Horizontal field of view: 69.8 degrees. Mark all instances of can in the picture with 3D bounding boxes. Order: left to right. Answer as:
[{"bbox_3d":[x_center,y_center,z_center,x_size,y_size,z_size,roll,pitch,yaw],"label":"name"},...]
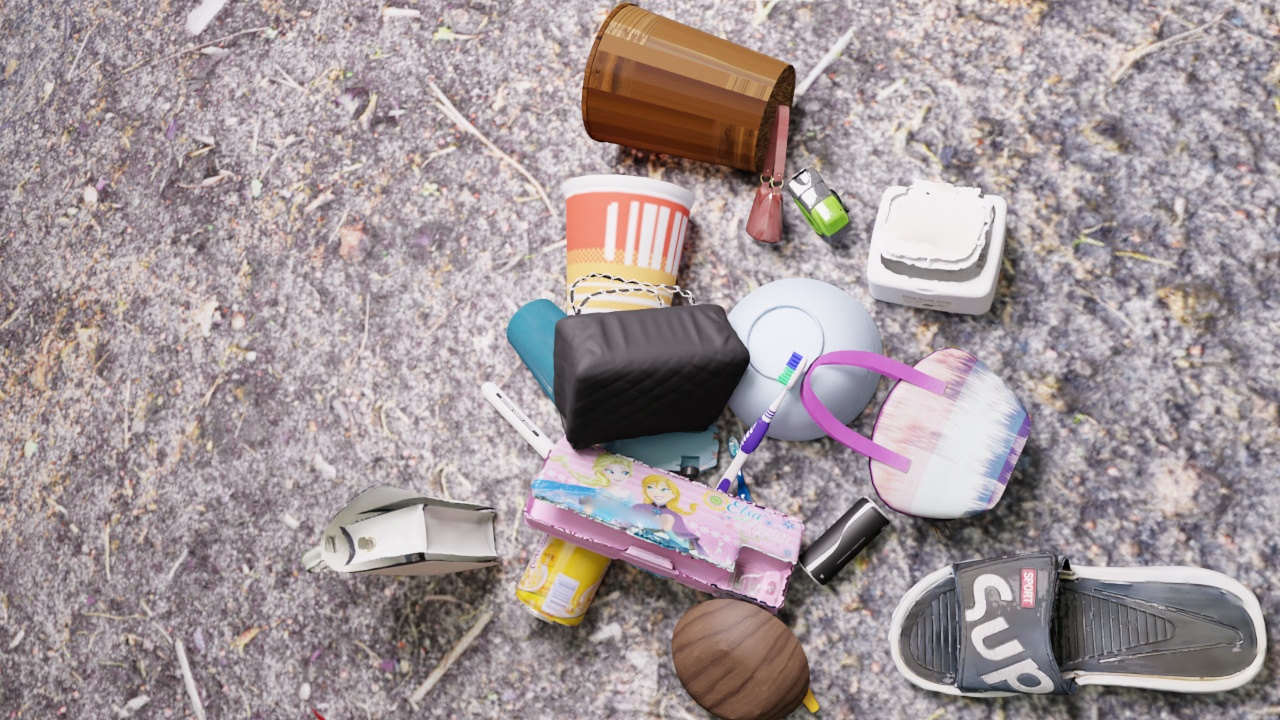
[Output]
[{"bbox_3d":[-0.063,0.180,0.830,0.068,0.067,0.105,25,87,23],"label":"can"},{"bbox_3d":[0.171,0.151,0.772,0.080,0.031,0.031,-45,67,5],"label":"can"}]

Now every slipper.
[{"bbox_3d":[0.322,0.201,0.692,0.264,0.063,0.111,-3,76,16],"label":"slipper"}]

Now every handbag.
[{"bbox_3d":[-0.236,0.164,0.851,0.176,0.151,0.074,-14,73,17],"label":"handbag"},{"bbox_3d":[-0.004,0.005,0.788,0.153,0.125,0.114,-8,47,-23],"label":"handbag"},{"bbox_3d":[0.120,-0.170,0.832,0.029,0.055,0.120,4,107,-9],"label":"handbag"},{"bbox_3d":[0.209,0.048,0.734,0.170,0.068,0.144,26,87,2],"label":"handbag"}]

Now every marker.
[{"bbox_3d":[-0.111,0.065,0.903,0.020,0.017,0.133,-33,63,-30],"label":"marker"}]

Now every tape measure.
[{"bbox_3d":[0.165,-0.139,0.829,0.036,0.058,0.065,-37,80,6],"label":"tape measure"}]

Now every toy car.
[{"bbox_3d":[0.018,0.079,0.847,0.108,0.027,0.060,3,71,5],"label":"toy car"}]

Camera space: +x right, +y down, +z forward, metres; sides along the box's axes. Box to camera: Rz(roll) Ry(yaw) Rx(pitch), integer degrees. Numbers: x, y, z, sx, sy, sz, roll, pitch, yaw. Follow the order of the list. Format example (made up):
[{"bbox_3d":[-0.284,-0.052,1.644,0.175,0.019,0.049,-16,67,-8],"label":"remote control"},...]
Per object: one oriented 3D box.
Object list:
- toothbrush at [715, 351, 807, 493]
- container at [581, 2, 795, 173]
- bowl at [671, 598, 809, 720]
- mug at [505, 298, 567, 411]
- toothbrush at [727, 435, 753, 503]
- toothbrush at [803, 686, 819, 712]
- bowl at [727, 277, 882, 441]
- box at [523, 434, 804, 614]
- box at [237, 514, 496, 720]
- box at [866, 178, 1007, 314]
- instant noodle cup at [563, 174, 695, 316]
[{"bbox_3d":[0.094,0.069,0.783,0.016,0.015,0.187,31,120,9],"label":"toothbrush"},{"bbox_3d":[0.049,-0.250,0.866,0.167,0.132,0.132,21,85,17],"label":"container"},{"bbox_3d":[0.076,0.255,0.750,0.119,0.032,0.119,8,112,21],"label":"bowl"},{"bbox_3d":[-0.071,-0.001,0.875,0.078,0.078,0.121,-46,62,4],"label":"mug"},{"bbox_3d":[0.094,0.131,0.813,0.021,0.017,0.135,-12,73,8],"label":"toothbrush"},{"bbox_3d":[0.093,0.212,0.788,0.031,0.031,0.196,-36,71,4],"label":"toothbrush"},{"bbox_3d":[0.131,-0.008,0.802,0.151,0.074,0.150,-5,76,19],"label":"bowl"},{"bbox_3d":[0.021,0.131,0.768,0.230,0.063,0.084,19,62,6],"label":"box"},{"bbox_3d":[-0.234,0.340,0.782,0.213,0.127,0.426,29,118,24],"label":"box"},{"bbox_3d":[0.249,-0.103,0.769,0.108,0.102,0.102,11,82,19],"label":"box"},{"bbox_3d":[-0.016,-0.097,0.857,0.123,0.123,0.121,4,86,20],"label":"instant noodle cup"}]
